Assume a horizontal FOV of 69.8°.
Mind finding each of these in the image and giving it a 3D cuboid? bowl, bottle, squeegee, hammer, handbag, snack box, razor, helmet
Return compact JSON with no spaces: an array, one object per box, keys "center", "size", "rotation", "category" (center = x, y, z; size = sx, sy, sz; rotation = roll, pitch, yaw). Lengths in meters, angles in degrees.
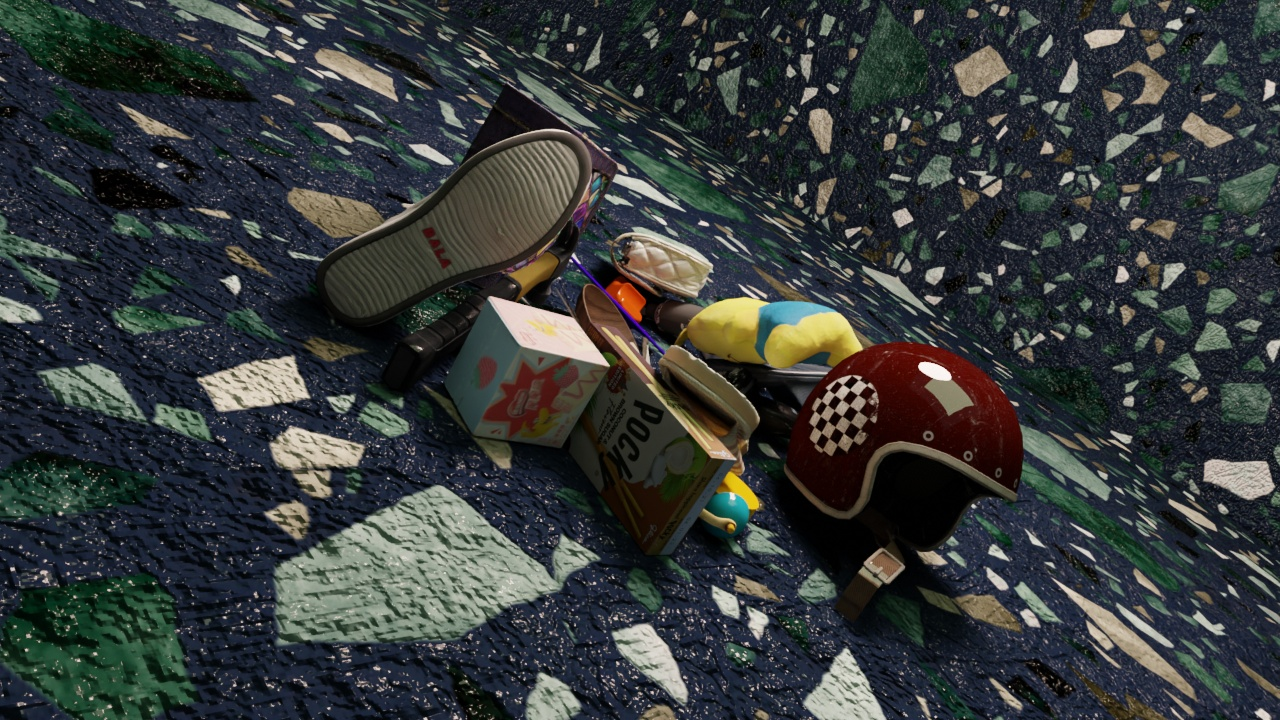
[{"center":[-0.042,-0.024,1.000],"size":[0.119,0.032,0.119],"rotation":[54,18,-27],"category":"bowl"},{"center":[0.053,-0.055,1.219],"size":[0.112,0.047,0.047],"rotation":[18,8,39],"category":"bottle"},{"center":[-0.024,-0.070,1.149],"size":[0.249,0.055,0.184],"rotation":[46,14,-17],"category":"squeegee"},{"center":[-0.137,-0.057,0.869],"size":[0.025,0.118,0.332],"rotation":[36,28,2],"category":"hammer"},{"center":[-0.143,-0.196,1.065],"size":[0.125,0.205,0.221],"rotation":[36,14,13],"category":"handbag"},{"center":[0.021,-0.131,1.281],"size":[0.139,0.072,0.195],"rotation":[23,5,-3],"category":"handbag"},{"center":[-0.098,0.012,0.782],"size":[0.094,0.093,0.079],"rotation":[14,26,-40],"category":"snack box"},{"center":[0.147,0.054,1.086],"size":[0.140,0.064,0.053],"rotation":[24,22,-17],"category":"razor"},{"center":[0.265,0.106,0.948],"size":[0.233,0.254,0.234],"rotation":[26,10,-43],"category":"helmet"},{"center":[-0.009,0.062,0.778],"size":[0.031,0.101,0.186],"rotation":[11,28,-45],"category":"snack box"}]

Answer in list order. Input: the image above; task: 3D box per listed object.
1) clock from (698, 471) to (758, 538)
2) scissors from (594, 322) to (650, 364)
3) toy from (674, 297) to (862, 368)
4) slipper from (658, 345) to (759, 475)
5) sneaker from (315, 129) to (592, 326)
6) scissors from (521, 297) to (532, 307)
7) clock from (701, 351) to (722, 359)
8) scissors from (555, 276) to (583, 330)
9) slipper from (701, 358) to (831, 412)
[{"center":[0.062,0.119,0.839],"size":[0.099,0.044,0.129],"rotation":[39,14,21],"category":"clock"},{"center":[-0.004,0.009,0.966],"size":[0.179,0.015,0.199],"rotation":[53,16,-34],"category":"scissors"},{"center":[0.151,-0.032,1.090],"size":[0.148,0.084,0.214],"rotation":[10,2,-33],"category":"toy"},{"center":[0.060,0.058,0.858],"size":[0.115,0.052,0.263],"rotation":[39,-8,15],"category":"slipper"},{"center":[-0.162,-0.124,0.833],"size":[0.097,0.263,0.128],"rotation":[60,2,-19],"category":"sneaker"},{"center":[-0.098,-0.029,1.003],"size":[0.141,0.014,0.164],"rotation":[26,21,-24],"category":"scissors"},{"center":[0.141,-0.008,1.248],"size":[0.125,0.052,0.088],"rotation":[23,21,-23],"category":"clock"},{"center":[-0.042,0.002,0.892],"size":[0.163,0.012,0.153],"rotation":[58,11,-57],"category":"scissors"},{"center":[0.194,0.046,1.167],"size":[0.263,0.082,0.101],"rotation":[5,8,-16],"category":"slipper"}]
